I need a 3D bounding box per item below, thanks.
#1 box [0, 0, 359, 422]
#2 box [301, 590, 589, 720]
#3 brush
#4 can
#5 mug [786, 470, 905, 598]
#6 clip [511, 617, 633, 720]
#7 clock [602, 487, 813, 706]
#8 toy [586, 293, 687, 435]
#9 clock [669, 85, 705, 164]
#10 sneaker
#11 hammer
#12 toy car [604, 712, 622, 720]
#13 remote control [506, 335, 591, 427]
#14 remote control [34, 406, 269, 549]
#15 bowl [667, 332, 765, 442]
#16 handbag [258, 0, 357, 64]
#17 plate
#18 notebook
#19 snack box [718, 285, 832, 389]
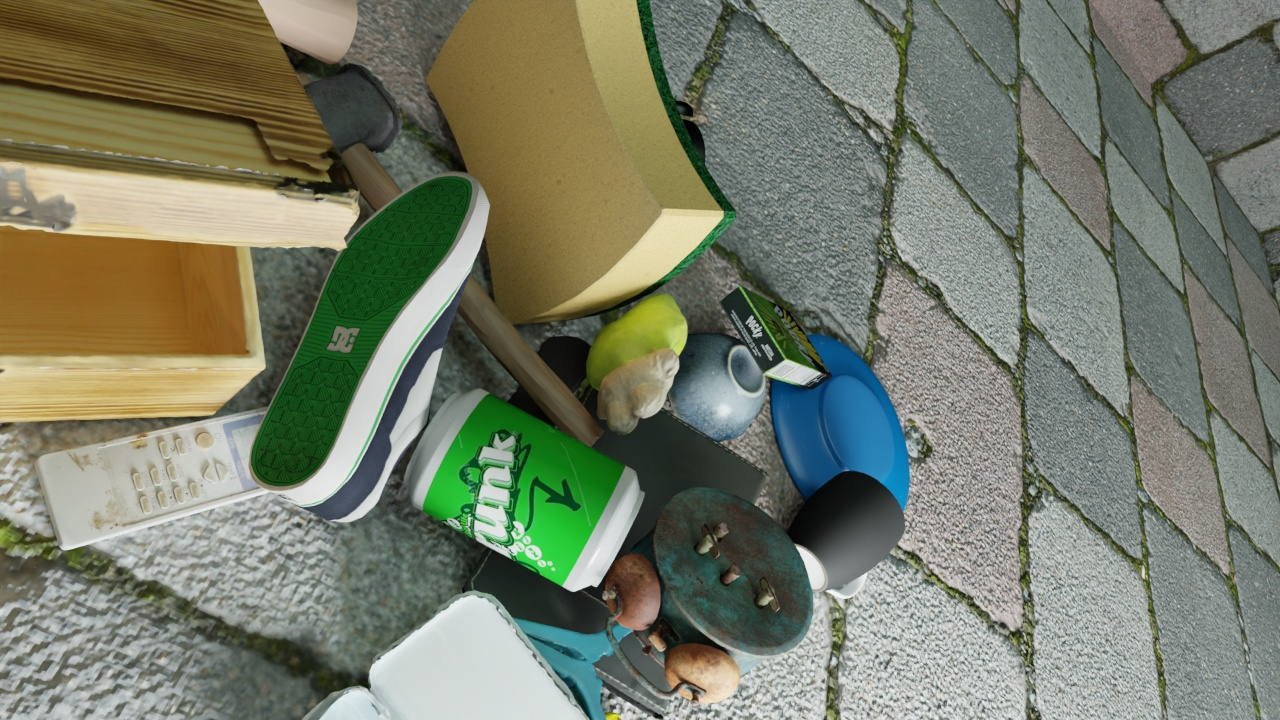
[{"bbox_3d":[-0.314,-0.121,0.413,0.278,0.221,0.258,-1,69,-42],"label":"box"},{"bbox_3d":[-0.102,0.262,0.530,0.185,0.084,0.211,-42,100,-36],"label":"box"},{"bbox_3d":[-0.054,-0.165,0.689,0.075,0.196,0.250,-7,76,-45],"label":"brush"},{"bbox_3d":[-0.075,0.084,0.597,0.140,0.088,0.087,28,48,1],"label":"can"},{"bbox_3d":[0.181,0.175,0.842,0.100,0.085,0.119,-32,124,-34],"label":"mug"},{"bbox_3d":[-0.022,0.191,0.596,0.119,0.033,0.121,-31,80,-28],"label":"clip"},{"bbox_3d":[0.042,0.151,0.591,0.121,0.074,0.157,48,40,12],"label":"clock"},{"bbox_3d":[-0.004,0.004,0.671,0.046,0.092,0.115,40,32,-32],"label":"toy"},{"bbox_3d":[0.016,-0.193,0.849,0.042,0.091,0.120,3,82,-32],"label":"clock"},{"bbox_3d":[-0.154,-0.011,0.578,0.234,0.084,0.079,-68,152,-23],"label":"sneaker"},{"bbox_3d":[-0.139,-0.065,0.649,0.328,0.052,0.097,51,44,-5],"label":"hammer"},{"bbox_3d":[-0.043,0.269,0.610,0.106,0.030,0.049,-10,76,-47],"label":"toy car"},{"bbox_3d":[-0.073,0.024,0.699,0.046,0.009,0.124,17,47,13],"label":"remote control"},{"bbox_3d":[-0.258,0.062,0.520,0.135,0.011,0.050,-14,81,-46],"label":"remote control"},{"bbox_3d":[0.076,0.017,0.828,0.110,0.055,0.110,20,58,-36],"label":"bowl"},{"bbox_3d":[-0.249,-0.307,0.577,0.198,0.188,0.116,17,31,-38],"label":"handbag"},{"bbox_3d":[0.221,0.074,0.959,0.224,0.024,0.224,20,57,-36],"label":"plate"},{"bbox_3d":[-0.013,0.123,0.668,0.169,0.030,0.208,32,53,-1],"label":"notebook"},{"bbox_3d":[0.131,-0.018,0.867,0.080,0.025,0.147,61,20,20],"label":"snack box"}]
